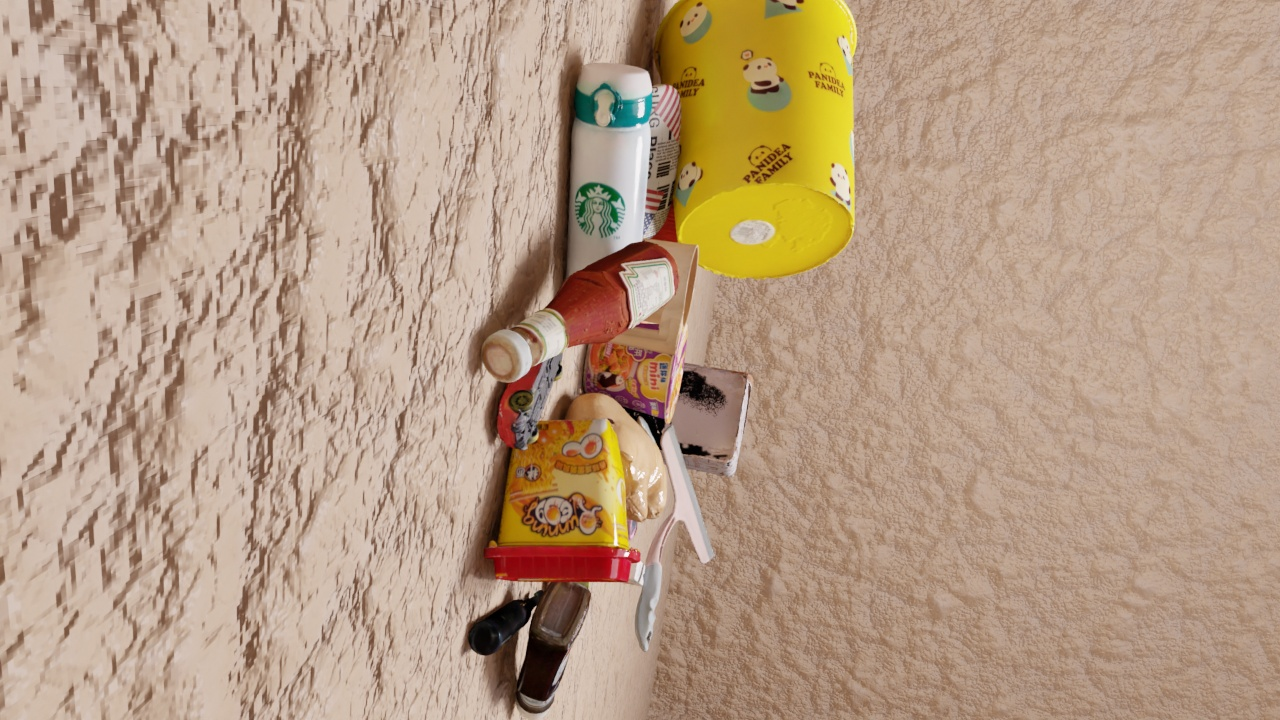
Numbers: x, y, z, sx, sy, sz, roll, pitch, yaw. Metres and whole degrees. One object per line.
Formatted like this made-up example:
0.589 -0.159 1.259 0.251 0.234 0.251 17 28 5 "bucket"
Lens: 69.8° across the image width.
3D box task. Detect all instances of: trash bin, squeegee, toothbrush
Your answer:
0.129 -0.243 0.999 0.230 0.229 0.254 83 6 -66 "trash bin"
0.024 0.252 1.134 0.248 0.040 0.248 -67 148 -49 "squeegee"
-0.109 0.223 0.802 0.027 0.026 0.212 -45 172 -1 "toothbrush"

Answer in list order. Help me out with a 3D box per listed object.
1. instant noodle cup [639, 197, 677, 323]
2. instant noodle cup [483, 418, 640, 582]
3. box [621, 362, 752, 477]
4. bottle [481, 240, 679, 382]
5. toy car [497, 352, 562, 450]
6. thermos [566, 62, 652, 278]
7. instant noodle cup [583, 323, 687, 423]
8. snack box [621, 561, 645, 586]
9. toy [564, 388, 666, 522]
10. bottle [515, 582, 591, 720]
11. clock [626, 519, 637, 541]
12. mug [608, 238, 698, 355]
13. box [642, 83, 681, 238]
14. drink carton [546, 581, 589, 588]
0.018 -0.120 1.093 0.164 0.079 0.188 54 48 -79 "instant noodle cup"
-0.059 0.114 0.738 0.116 0.116 0.123 73 17 -74 "instant noodle cup"
0.058 0.083 1.300 0.192 0.183 0.156 74 28 -67 "box"
-0.041 -0.036 0.679 0.205 0.060 0.060 -36 139 -52 "bottle"
-0.082 0.015 0.694 0.049 0.031 0.106 92 15 -52 "toy car"
-0.028 -0.134 0.768 0.073 0.073 0.225 -68 166 -57 "thermos"
-0.006 0.006 1.001 0.111 0.099 0.111 11 88 -84 "instant noodle cup"
-0.038 0.261 1.155 0.157 0.085 0.026 76 24 -72 "snack box"
-0.027 0.093 0.899 0.082 0.143 0.226 -38 169 1 "toy"
-0.089 0.282 0.861 0.079 0.044 0.195 -64 174 -45 "bottle"
-0.027 0.188 1.238 0.159 0.060 0.117 83 19 -72 "clock"
-0.004 -0.064 0.896 0.084 0.103 0.124 89 13 -55 "mug"
0.009 -0.194 0.917 0.074 0.081 0.164 -59 161 -56 "box"
-0.070 0.197 0.978 0.053 0.045 0.122 -103 -157 -80 "drink carton"
